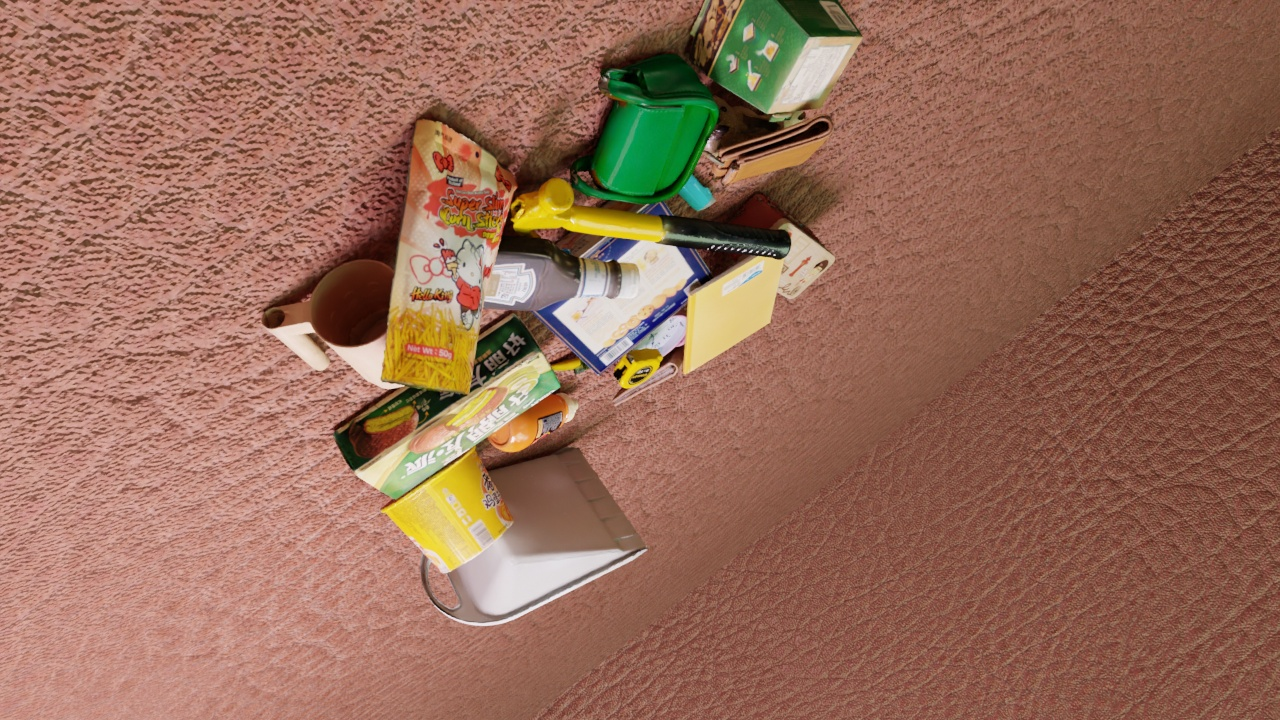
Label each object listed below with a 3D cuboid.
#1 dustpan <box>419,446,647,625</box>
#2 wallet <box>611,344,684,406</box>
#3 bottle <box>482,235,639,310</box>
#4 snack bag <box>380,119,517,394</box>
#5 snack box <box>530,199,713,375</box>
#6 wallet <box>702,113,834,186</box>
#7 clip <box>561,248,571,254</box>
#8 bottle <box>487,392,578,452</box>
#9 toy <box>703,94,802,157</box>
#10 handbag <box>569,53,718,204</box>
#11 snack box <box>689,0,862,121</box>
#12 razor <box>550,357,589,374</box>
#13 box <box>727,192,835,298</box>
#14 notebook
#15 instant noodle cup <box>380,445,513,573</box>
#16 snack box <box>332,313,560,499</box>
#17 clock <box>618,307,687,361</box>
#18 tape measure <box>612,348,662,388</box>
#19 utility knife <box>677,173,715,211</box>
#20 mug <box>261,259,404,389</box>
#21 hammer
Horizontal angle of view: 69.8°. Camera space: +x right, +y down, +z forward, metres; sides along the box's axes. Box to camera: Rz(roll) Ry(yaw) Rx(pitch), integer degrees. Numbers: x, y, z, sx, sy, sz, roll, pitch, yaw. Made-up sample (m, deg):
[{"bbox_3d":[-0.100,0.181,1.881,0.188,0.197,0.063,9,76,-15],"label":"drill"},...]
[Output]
[{"bbox_3d":[-0.168,0.255,1.286,0.257,0.222,0.143,-3,128,-36],"label":"dustpan"},{"bbox_3d":[0.018,0.014,1.258,0.115,0.020,0.101,-32,-169,27],"label":"wallet"},{"bbox_3d":[-0.097,-0.081,0.875,0.194,0.044,0.080,1,141,-20],"label":"bottle"},{"bbox_3d":[-0.159,-0.078,0.757,0.128,0.073,0.208,17,84,-62],"label":"snack bag"},{"bbox_3d":[-0.025,-0.087,1.016,0.178,0.045,0.182,-39,145,3],"label":"snack box"},{"bbox_3d":[0.117,-0.196,0.884,0.119,0.035,0.130,-14,-178,0],"label":"wallet"},{"bbox_3d":[-0.081,-0.085,0.922,0.047,0.014,0.057,-110,-144,-73],"label":"clip"},{"bbox_3d":[-0.133,0.072,1.188,0.149,0.067,0.067,-17,150,-53],"label":"bottle"},{"bbox_3d":[0.109,-0.244,0.946,0.105,0.066,0.156,0,-166,45],"label":"toy"},{"bbox_3d":[0.001,-0.212,0.844,0.120,0.068,0.132,-9,147,-33],"label":"handbag"},{"bbox_3d":[0.127,-0.287,0.820,0.118,0.105,0.118,-19,150,-39],"label":"snack box"},{"bbox_3d":[-0.125,0.026,1.145,0.132,0.028,0.043,-27,-174,-29],"label":"razor"},{"bbox_3d":[0.173,-0.153,1.190,0.091,0.080,0.168,-44,150,18],"label":"box"},{"bbox_3d":[0.116,-0.065,1.154,0.145,0.010,0.206,-31,157,-13],"label":"notebook"},{"bbox_3d":[-0.230,0.185,1.129,0.138,0.110,0.138,-34,-175,4],"label":"instant noodle cup"},{"bbox_3d":[-0.211,0.053,1.029,0.240,0.063,0.114,-34,158,-7],"label":"snack box"},{"bbox_3d":[0.010,-0.037,1.181,0.117,0.060,0.158,-37,158,1],"label":"clock"},{"bbox_3d":[-0.007,0.007,1.128,0.059,0.029,0.057,-9,145,-46],"label":"tape measure"},{"bbox_3d":[0.048,-0.196,0.999,0.029,0.013,0.151,-44,154,8],"label":"utility knife"},{"bbox_3d":[-0.254,-0.025,0.819,0.124,0.084,0.104,-11,156,1],"label":"mug"},{"bbox_3d":[0.017,-0.128,0.892,0.300,0.033,0.129,3,173,-28],"label":"hammer"}]
